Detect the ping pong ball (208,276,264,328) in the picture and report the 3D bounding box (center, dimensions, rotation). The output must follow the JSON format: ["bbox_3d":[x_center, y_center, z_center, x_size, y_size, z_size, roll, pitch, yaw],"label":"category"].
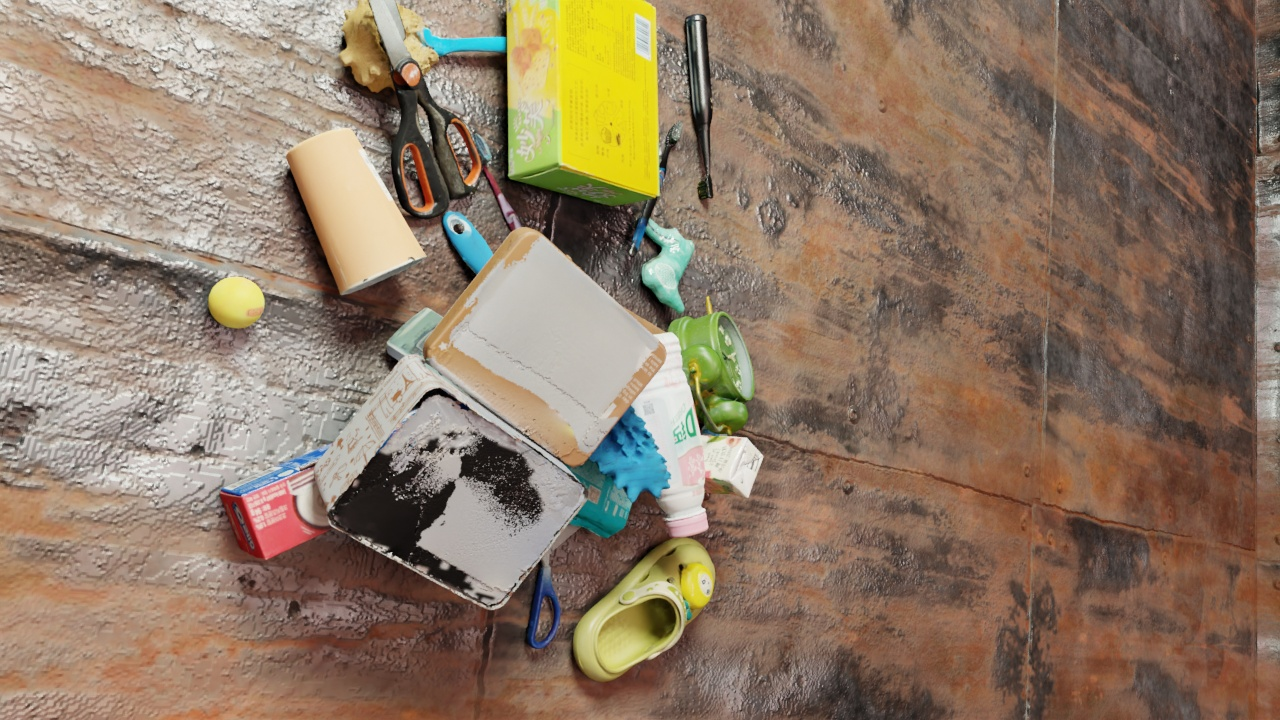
[{"bbox_3d":[-0.315,-0.045,0.716,0.040,0.040,0.040,4,83,-39],"label":"ping pong ball"}]

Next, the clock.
[{"bbox_3d":[0.076,0.013,0.979,0.116,0.056,0.160,58,26,-28],"label":"clock"}]

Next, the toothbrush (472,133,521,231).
[{"bbox_3d":[-0.121,-0.135,0.898,0.016,0.017,0.187,-36,108,-35],"label":"toothbrush"}]

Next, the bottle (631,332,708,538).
[{"bbox_3d":[0.025,0.074,0.902,0.068,0.068,0.197,-10,87,-39],"label":"bottle"}]

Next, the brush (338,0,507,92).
[{"bbox_3d":[-0.167,-0.295,0.861,0.254,0.046,0.083,-17,96,-44],"label":"brush"}]

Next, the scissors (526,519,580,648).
[{"bbox_3d":[-0.102,0.195,0.887,0.174,0.012,0.162,-7,86,-40],"label":"scissors"}]

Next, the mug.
[{"bbox_3d":[-0.240,-0.126,0.766,0.078,0.078,0.123,-30,101,-37],"label":"mug"}]

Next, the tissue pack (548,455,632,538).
[{"bbox_3d":[-0.045,0.103,0.914,0.093,0.050,0.133,34,61,-32],"label":"tissue pack"}]

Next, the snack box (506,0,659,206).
[{"bbox_3d":[-0.055,-0.271,0.912,0.157,0.070,0.210,4,84,-52],"label":"snack box"}]

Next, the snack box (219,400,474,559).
[{"bbox_3d":[-0.232,0.091,0.762,0.206,0.057,0.058,-24,104,-38],"label":"snack box"}]

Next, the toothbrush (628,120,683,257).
[{"bbox_3d":[0.018,-0.192,1.009,0.014,0.016,0.189,30,62,-23],"label":"toothbrush"}]

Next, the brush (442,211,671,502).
[{"bbox_3d":[-0.082,-0.007,0.840,0.060,0.109,0.314,-36,102,-10],"label":"brush"}]

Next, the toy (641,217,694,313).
[{"bbox_3d":[0.027,-0.111,1.012,0.096,0.030,0.091,41,57,-21],"label":"toy"}]

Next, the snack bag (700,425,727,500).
[{"bbox_3d":[0.076,0.104,1.032,0.045,0.026,0.105,35,67,-35],"label":"snack bag"}]

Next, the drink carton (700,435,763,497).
[{"bbox_3d":[0.063,0.109,0.958,0.045,0.123,0.053,44,59,-37],"label":"drink carton"}]

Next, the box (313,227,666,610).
[{"bbox_3d":[-0.107,0.045,0.723,0.177,0.082,0.259,41,86,-34],"label":"box"}]

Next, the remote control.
[{"bbox_3d":[-0.154,0.006,0.804,0.135,0.019,0.056,32,54,13],"label":"remote control"}]

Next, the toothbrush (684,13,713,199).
[{"bbox_3d":[0.071,-0.293,1.065,0.026,0.027,0.212,-2,88,-54],"label":"toothbrush"}]

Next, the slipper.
[{"bbox_3d":[0.019,0.259,0.938,0.190,0.082,0.092,-32,108,-34],"label":"slipper"}]

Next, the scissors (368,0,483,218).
[{"bbox_3d":[-0.204,-0.224,0.784,0.148,0.022,0.235,-57,141,-16],"label":"scissors"}]

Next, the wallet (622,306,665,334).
[{"bbox_3d":[-0.006,0.006,0.980,0.115,0.020,0.101,27,71,-37],"label":"wallet"}]
